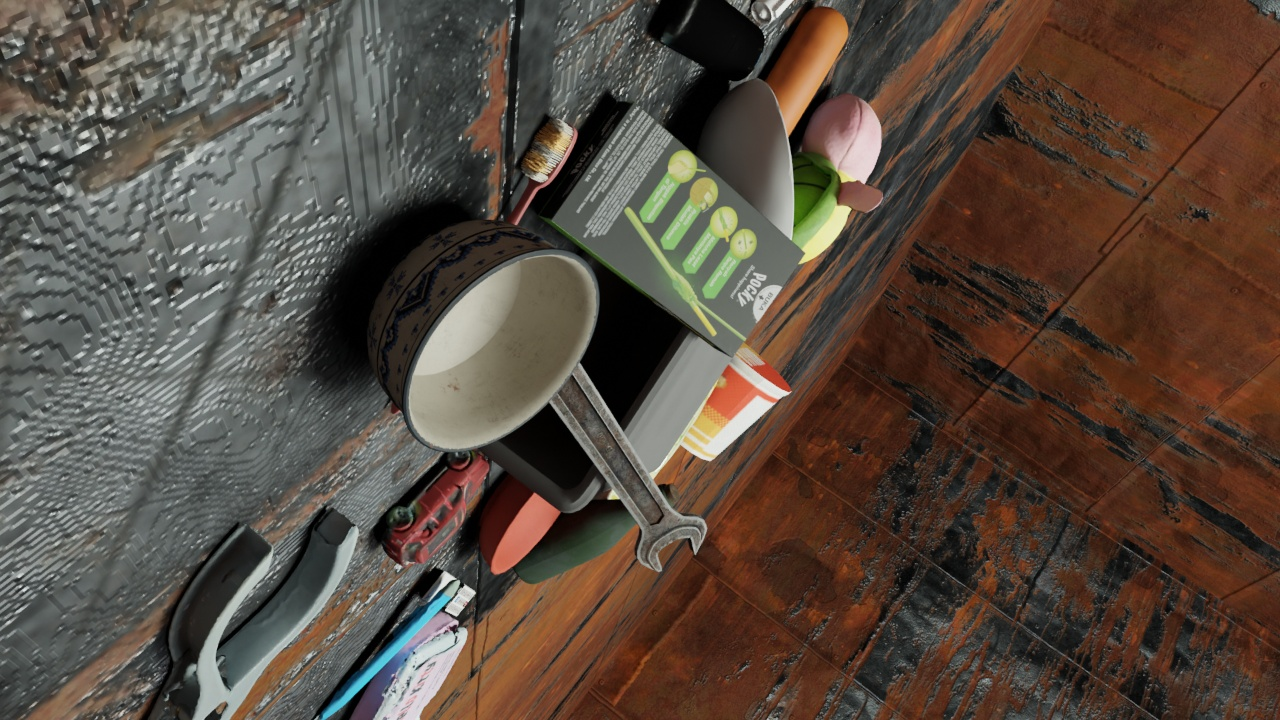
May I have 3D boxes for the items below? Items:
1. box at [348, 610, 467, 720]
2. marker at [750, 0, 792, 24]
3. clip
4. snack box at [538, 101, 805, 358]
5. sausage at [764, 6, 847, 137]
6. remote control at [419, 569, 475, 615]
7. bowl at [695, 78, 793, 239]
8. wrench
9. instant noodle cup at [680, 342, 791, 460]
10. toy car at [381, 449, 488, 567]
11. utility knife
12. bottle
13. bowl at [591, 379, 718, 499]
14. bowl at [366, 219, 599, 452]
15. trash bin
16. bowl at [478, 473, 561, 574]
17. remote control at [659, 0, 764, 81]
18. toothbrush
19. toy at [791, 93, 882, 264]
[{"bbox_3d":[-0.219,0.309,0.801,0.203,0.044,0.086,-58,163,20],"label":"box"},{"bbox_3d":[0.121,-0.275,0.632,0.133,0.020,0.017,-49,142,-23],"label":"marker"},{"bbox_3d":[-0.208,0.151,0.517,0.172,0.029,0.143,-59,164,17],"label":"clip"},{"bbox_3d":[0.022,-0.075,0.548,0.080,0.147,0.025,-55,-152,0],"label":"snack box"},{"bbox_3d":[0.108,-0.200,0.722,0.164,0.039,0.044,-58,-175,14],"label":"sausage"},{"bbox_3d":[-0.168,0.202,0.798,0.028,0.012,0.124,-51,165,-16],"label":"remote control"},{"bbox_3d":[0.064,-0.120,0.647,0.043,0.149,0.150,-6,151,-9],"label":"bowl"},{"bbox_3d":[-0.026,0.048,0.582,0.070,0.010,0.273,-36,126,-7],"label":"wrench"},{"bbox_3d":[0.088,0.041,1.068,0.121,0.123,0.123,-50,167,13],"label":"instant noodle cup"},{"bbox_3d":[-0.137,0.098,0.621,0.091,0.036,0.042,-53,166,-31],"label":"toy car"},{"bbox_3d":[-0.201,0.230,0.727,0.158,0.015,0.031,-46,167,-7],"label":"utility knife"},{"bbox_3d":[-0.041,0.154,0.854,0.174,0.055,0.055,-27,176,21],"label":"bottle"},{"bbox_3d":[-0.003,0.074,0.949,0.219,0.060,0.189,-51,165,-18],"label":"bowl"},{"bbox_3d":[-0.082,-0.019,0.449,0.115,0.059,0.116,-36,149,-26],"label":"bowl"},{"bbox_3d":[-0.004,0.004,0.711,0.192,0.097,0.219,-57,167,8],"label":"trash bin"},{"bbox_3d":[-0.101,0.125,0.793,0.121,0.035,0.122,-50,165,-19],"label":"bowl"},{"bbox_3d":[0.048,-0.200,0.566,0.041,0.020,0.151,-61,165,18],"label":"remote control"},{"bbox_3d":[-0.088,-0.046,0.488,0.184,0.015,0.015,-57,163,11],"label":"toothbrush"},{"bbox_3d":[0.157,-0.150,0.888,0.238,0.087,0.190,-55,-166,-2],"label":"toy"}]
